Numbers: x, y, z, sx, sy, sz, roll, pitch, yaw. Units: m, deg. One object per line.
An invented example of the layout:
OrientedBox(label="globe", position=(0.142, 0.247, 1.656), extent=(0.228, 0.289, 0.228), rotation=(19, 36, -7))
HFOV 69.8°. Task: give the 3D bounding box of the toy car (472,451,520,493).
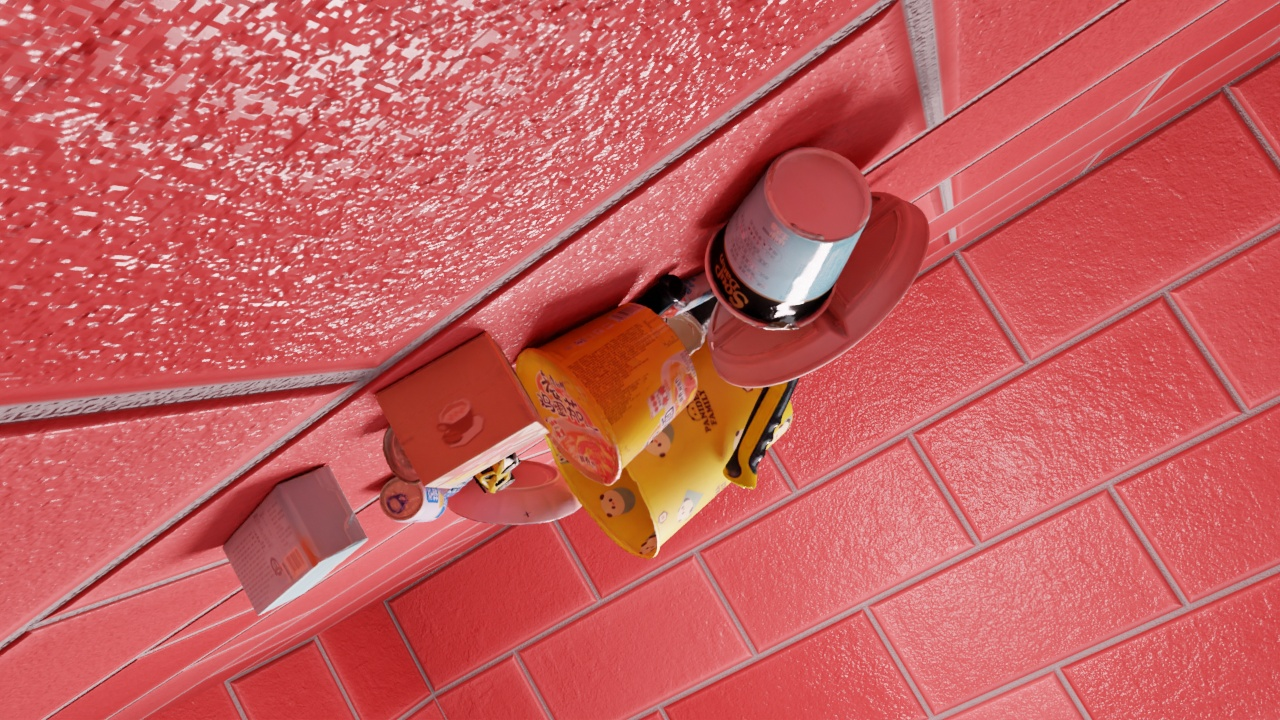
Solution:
OrientedBox(label="toy car", position=(-0.165, 0.100, 0.980), extent=(0.041, 0.071, 0.156), rotation=(-32, 171, -22))

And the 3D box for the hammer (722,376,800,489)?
OrientedBox(label="hammer", position=(0.171, 0.002, 1.048), extent=(0.031, 0.126, 0.324), rotation=(-16, 133, -61))

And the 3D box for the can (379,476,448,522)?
OrientedBox(label="can", position=(-0.262, 0.162, 1.067), extent=(0.053, 0.053, 0.135), rotation=(-30, 172, -6))

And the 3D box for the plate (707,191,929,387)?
OrientedBox(label="plate", position=(0.149, -0.070, 0.824), extent=(0.230, 0.028, 0.229), rotation=(-36, -155, 20))

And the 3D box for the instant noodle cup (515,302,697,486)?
OrientedBox(label="instant noodle cup", position=(-0.025, 0.022, 0.805), extent=(0.109, 0.138, 0.138), rotation=(-36, 176, -27))

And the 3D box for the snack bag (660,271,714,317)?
OrientedBox(label="snack bag", position=(0.054, -0.068, 0.889), extent=(0.105, 0.026, 0.045), rotation=(-27, 164, -34))

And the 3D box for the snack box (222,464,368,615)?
OrientedBox(label="snack box", position=(-0.308, 0.161, 0.809), extent=(0.051, 0.074, 0.175), rotation=(-22, 169, -46))

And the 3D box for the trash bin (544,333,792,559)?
OrientedBox(label="trash bin", position=(0.042, 0.087, 1.183), extent=(0.254, 0.229, 0.230), rotation=(-34, 175, -24))

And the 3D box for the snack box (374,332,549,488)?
OrientedBox(label="snack box", position=(-0.131, 0.041, 0.691), extent=(0.092, 0.077, 0.094), rotation=(-30, 172, -5))

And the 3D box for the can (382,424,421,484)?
OrientedBox(label="can", position=(-0.154, 0.062, 0.813), extent=(0.058, 0.058, 0.147), rotation=(-36, 171, 34))

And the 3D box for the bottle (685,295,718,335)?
OrientedBox(label="bottle", position=(0.135, -0.094, 0.973), extent=(0.195, 0.044, 0.080), rotation=(-31, 173, 1))

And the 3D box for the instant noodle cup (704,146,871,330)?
OrientedBox(label="instant noodle cup", position=(0.116, -0.095, 0.691), extent=(0.111, 0.111, 0.121), rotation=(-28, 166, -19))

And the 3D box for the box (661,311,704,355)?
OrientedBox(label="box", position=(-0.009, 0.006, 0.959), extent=(0.163, 0.076, 0.087), rotation=(-36, -165, 47))

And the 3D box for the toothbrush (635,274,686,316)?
OrientedBox(label="toothbrush", position=(-0.023, -0.023, 0.890), extent=(0.027, 0.026, 0.213), rotation=(-16, 165, -37))

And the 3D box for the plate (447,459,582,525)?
OrientedBox(label="plate", position=(-0.173, 0.174, 1.270), extent=(0.192, 0.039, 0.192), rotation=(2, -168, -1))

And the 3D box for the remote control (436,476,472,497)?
OrientedBox(label="remote control", position=(-0.188, 0.112, 1.083), extent=(0.125, 0.024, 0.049), rotation=(-42, 173, -4))
